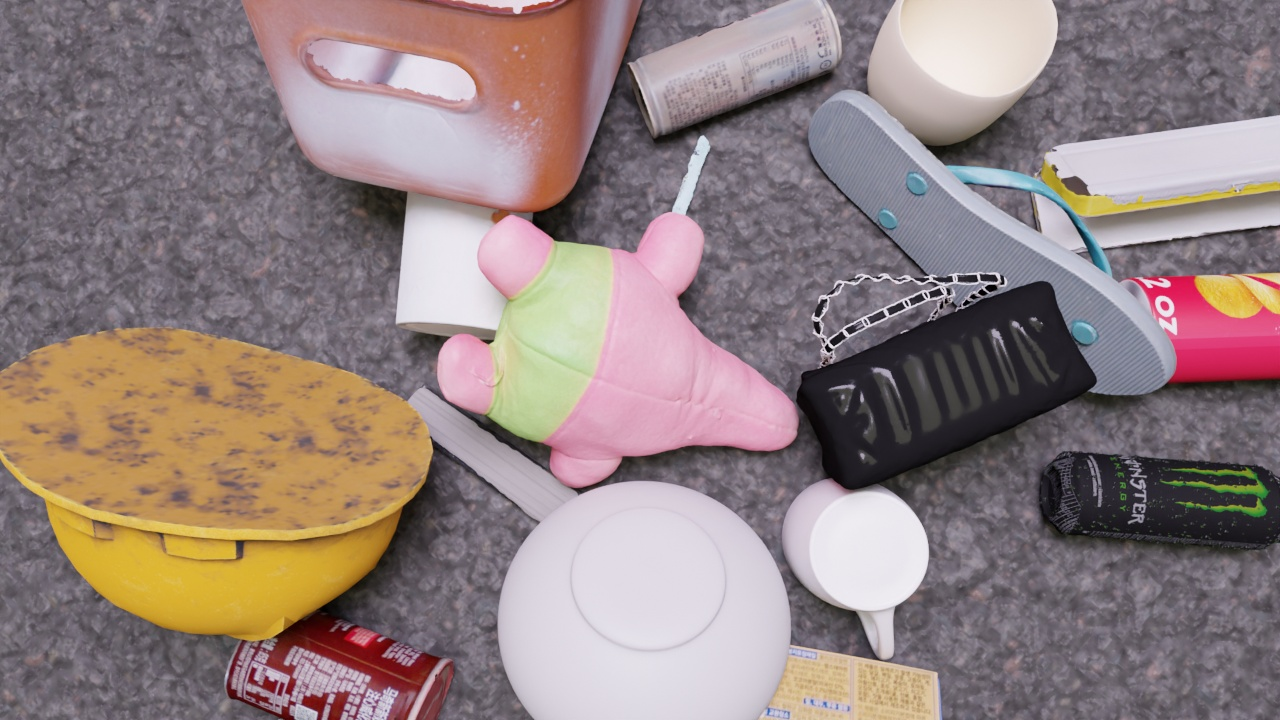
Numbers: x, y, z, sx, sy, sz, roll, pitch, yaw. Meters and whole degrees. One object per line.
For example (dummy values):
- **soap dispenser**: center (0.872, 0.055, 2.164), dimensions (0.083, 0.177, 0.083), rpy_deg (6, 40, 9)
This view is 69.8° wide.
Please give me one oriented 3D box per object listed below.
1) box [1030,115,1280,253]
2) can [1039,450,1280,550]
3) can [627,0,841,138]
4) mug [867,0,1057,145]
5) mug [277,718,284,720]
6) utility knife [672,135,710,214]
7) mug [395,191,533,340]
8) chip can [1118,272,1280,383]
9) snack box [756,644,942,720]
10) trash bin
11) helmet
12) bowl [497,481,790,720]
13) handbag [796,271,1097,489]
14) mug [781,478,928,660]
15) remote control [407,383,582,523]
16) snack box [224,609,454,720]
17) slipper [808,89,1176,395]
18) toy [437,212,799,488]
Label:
- **box**: center (0.367, -0.120, 0.596), dimensions (0.210, 0.070, 0.067), rpy_deg (-8, 63, 2)
- **can**: center (0.325, 0.087, 0.571), dimensions (0.138, 0.054, 0.054), rpy_deg (4, 84, 4)
- **can**: center (0.063, -0.198, 0.617), dimensions (0.135, 0.054, 0.054), rpy_deg (-20, 83, 1)
- **mug**: center (0.202, -0.199, 0.586), dimensions (0.096, 0.100, 0.120), rpy_deg (35, 81, 4)
- **mug**: center (-0.241, 0.293, 0.576), dimensions (0.104, 0.084, 0.111), rpy_deg (-36, 111, -13)
- **utility knife**: center (0.013, -0.072, 0.625), dimensions (0.022, 0.015, 0.176), rpy_deg (18, 85, -3)
- **mug**: center (-0.114, -0.070, 0.600), dimensions (0.082, 0.082, 0.105), rpy_deg (4, 85, 4)
- **chip can**: center (0.415, -0.022, 0.570), dimensions (0.220, 0.069, 0.069), rpy_deg (-2, 84, 3)
- **snack box**: center (0.074, 0.209, 0.565), dimensions (0.207, 0.057, 0.056), rpy_deg (9, 51, 5)
- **trash bin**: center (-0.096, -0.228, 0.537), dimensions (0.181, 0.158, 0.259), rpy_deg (12, 56, 4)
- **helmet**: center (-0.254, 0.087, 0.554), dimensions (0.255, 0.204, 0.131), rpy_deg (21, 114, 20)
- **bowl**: center (0.003, 0.139, 0.537), dimensions (0.176, 0.066, 0.176), rpy_deg (1, 51, -2)
- **handbag**: center (0.163, 0.001, 0.554), dimensions (0.153, 0.125, 0.114), rpy_deg (-26, 83, -1)
- **mug**: center (0.136, 0.129, 0.561), dimensions (0.081, 0.087, 0.114), rpy_deg (-15, 83, 1)
- **remote control**: center (-0.102, 0.065, 0.619), dimensions (0.136, 0.013, 0.033), rpy_deg (34, 88, 5)
- **snack box**: center (-0.189, 0.203, 0.581), dimensions (0.121, 0.072, 0.072), rpy_deg (19, 85, 6)
- **slipper**: center (0.220, -0.079, 0.587), dimensions (0.269, 0.098, 0.054), rpy_deg (42, 65, 14)
- **toy**: center (-0.003, 0.003, 0.569), dimensions (0.236, 0.096, 0.192), rpy_deg (20, 105, -20)
